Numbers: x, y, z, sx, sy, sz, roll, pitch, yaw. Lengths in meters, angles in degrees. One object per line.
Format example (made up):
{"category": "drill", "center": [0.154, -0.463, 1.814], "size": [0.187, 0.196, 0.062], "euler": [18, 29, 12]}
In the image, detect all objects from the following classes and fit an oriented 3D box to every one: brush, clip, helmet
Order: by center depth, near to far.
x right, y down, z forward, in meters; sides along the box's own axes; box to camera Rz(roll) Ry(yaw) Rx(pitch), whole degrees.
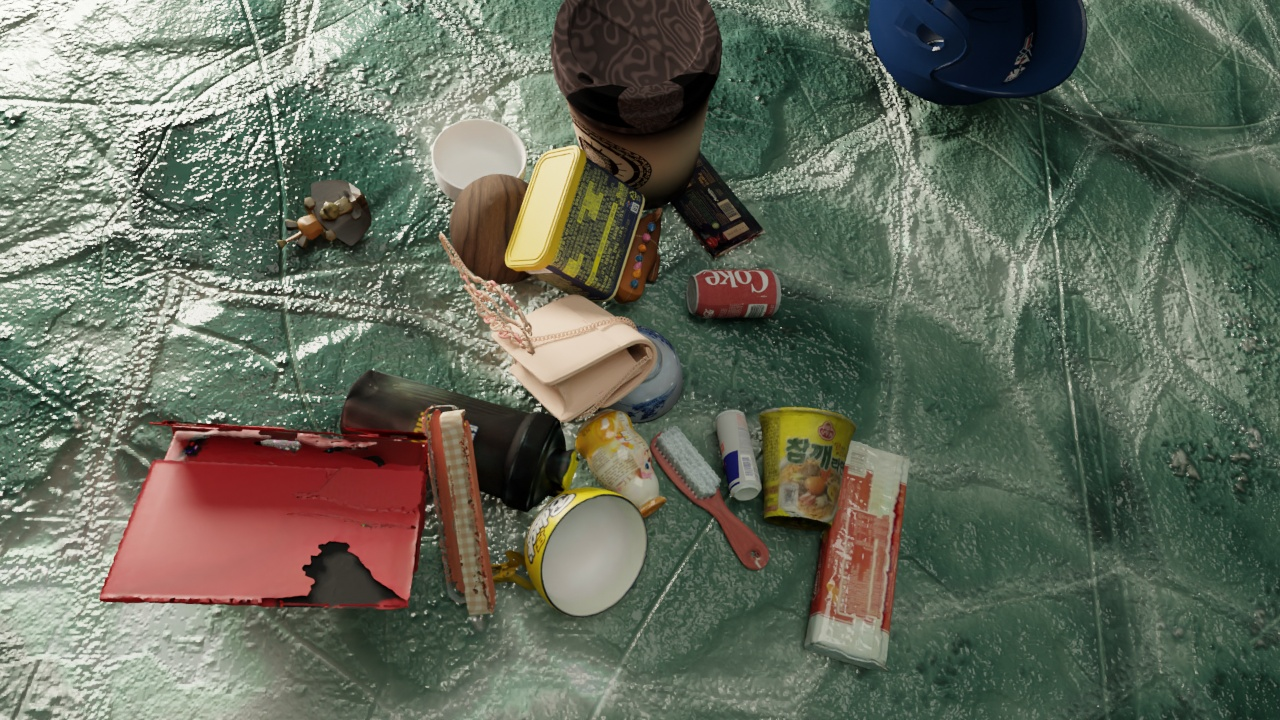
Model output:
{"category": "clip", "center": [-0.122, 0.200, 0.853], "size": [0.048, 0.054, 0.045], "euler": [-40, 57, -2]}
{"category": "brush", "center": [0.073, 0.137, 0.928], "size": [0.040, 0.030, 0.172], "euler": [-33, 75, -23]}
{"category": "helmet", "center": [0.425, -0.429, 1.169], "size": [0.272, 0.223, 0.232], "euler": [28, 76, 14]}

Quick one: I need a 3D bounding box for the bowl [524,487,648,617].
{"category": "bowl", "center": [-0.058, 0.170, 0.852], "size": [0.117, 0.068, 0.117], "euler": [-9, 106, -34]}

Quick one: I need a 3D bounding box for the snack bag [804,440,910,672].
{"category": "snack bag", "center": [0.222, 0.192, 0.926], "size": [0.077, 0.041, 0.224], "euler": [17, 64, -2]}

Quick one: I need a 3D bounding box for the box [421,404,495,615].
{"category": "box", "center": [-0.161, 0.132, 0.811], "size": [0.054, 0.079, 0.187], "euler": [-14, 99, -45]}

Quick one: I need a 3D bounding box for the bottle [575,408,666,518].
{"category": "bottle", "center": [-0.017, 0.103, 0.907], "size": [0.063, 0.063, 0.109], "euler": [-26, 70, -22]}

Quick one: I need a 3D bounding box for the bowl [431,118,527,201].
{"category": "bowl", "center": [-0.182, -0.216, 1.038], "size": [0.105, 0.054, 0.104], "euler": [4, 63, -7]}

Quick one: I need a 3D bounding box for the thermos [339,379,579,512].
{"category": "thermos", "center": [-0.168, 0.075, 0.877], "size": [0.221, 0.098, 0.098], "euler": [17, 62, 4]}

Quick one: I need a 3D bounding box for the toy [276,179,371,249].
{"category": "toy", "center": [-0.337, -0.148, 0.971], "size": [0.100, 0.063, 0.076], "euler": [-33, 93, -18]}

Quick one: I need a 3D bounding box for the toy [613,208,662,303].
{"category": "toy", "center": [-0.001, -0.113, 0.997], "size": [0.070, 0.103, 0.090], "euler": [20, 49, -14]}

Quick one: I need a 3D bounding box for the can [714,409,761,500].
{"category": "can", "center": [0.100, 0.096, 0.939], "size": [0.032, 0.032, 0.095], "euler": [1, 49, -11]}

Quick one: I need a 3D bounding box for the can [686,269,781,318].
{"category": "can", "center": [0.103, -0.074, 1.025], "size": [0.096, 0.054, 0.054], "euler": [-2, 64, -12]}

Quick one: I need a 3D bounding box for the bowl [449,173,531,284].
{"category": "bowl", "center": [-0.143, -0.142, 0.987], "size": [0.119, 0.032, 0.119], "euler": [-2, 93, -29]}

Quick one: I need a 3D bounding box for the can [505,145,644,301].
{"category": "can", "center": [-0.067, -0.141, 0.974], "size": [0.104, 0.075, 0.135], "euler": [27, 75, -40]}

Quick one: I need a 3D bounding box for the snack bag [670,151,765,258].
{"category": "snack bag", "center": [0.075, -0.195, 1.098], "size": [0.074, 0.018, 0.155], "euler": [-28, 72, -21]}

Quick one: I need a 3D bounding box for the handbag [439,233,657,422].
{"category": "handbag", "center": [-0.077, -0.050, 0.869], "size": [0.116, 0.187, 0.199], "euler": [-32, 33, -15]}

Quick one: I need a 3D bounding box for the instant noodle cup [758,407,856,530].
{"category": "instant noodle cup", "center": [0.163, 0.111, 0.927], "size": [0.102, 0.102, 0.108], "euler": [11, 71, -6]}

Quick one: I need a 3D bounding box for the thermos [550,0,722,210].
{"category": "thermos", "center": [-0.002, -0.276, 0.993], "size": [0.173, 0.226, 0.172], "euler": [-1, 68, 1]}

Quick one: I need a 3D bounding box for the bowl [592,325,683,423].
{"category": "bowl", "center": [-0.006, 0.006, 0.968], "size": [0.114, 0.045, 0.114], "euler": [5, 63, -9]}

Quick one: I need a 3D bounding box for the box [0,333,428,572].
{"category": "box", "center": [-0.269, 0.070, 0.680], "size": [0.211, 0.411, 0.107], "euler": [5, 66, -10]}
